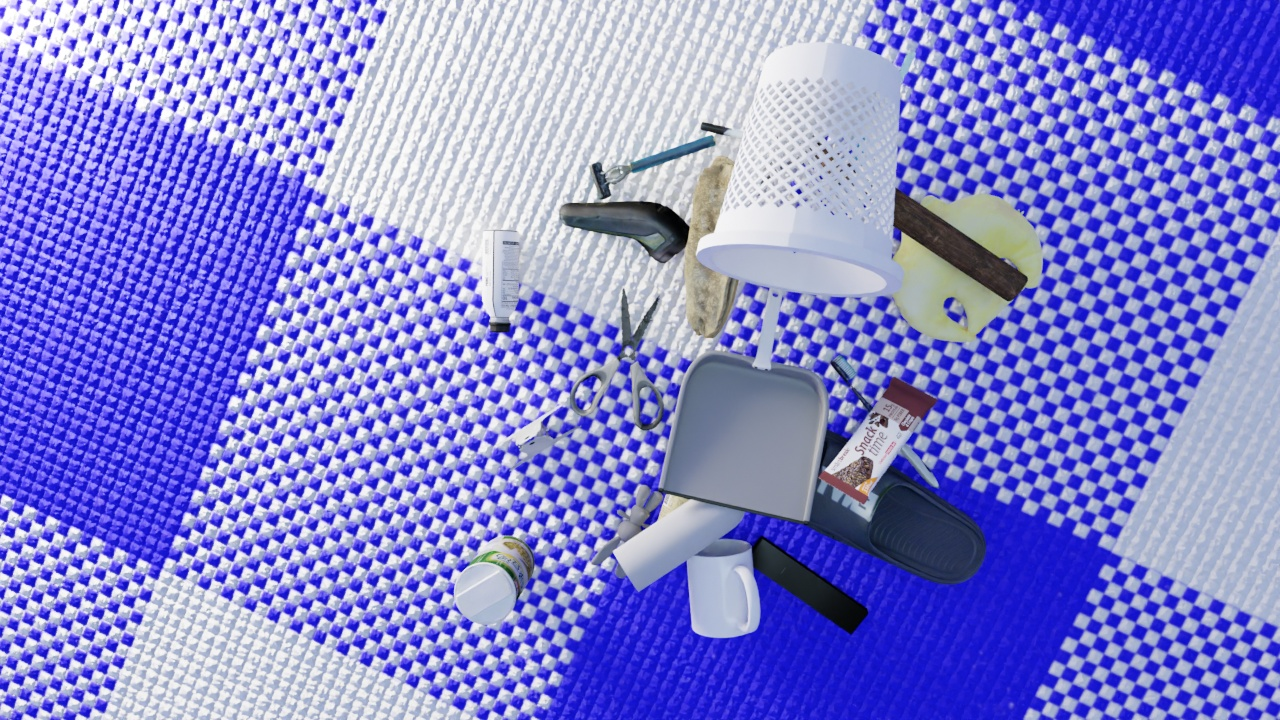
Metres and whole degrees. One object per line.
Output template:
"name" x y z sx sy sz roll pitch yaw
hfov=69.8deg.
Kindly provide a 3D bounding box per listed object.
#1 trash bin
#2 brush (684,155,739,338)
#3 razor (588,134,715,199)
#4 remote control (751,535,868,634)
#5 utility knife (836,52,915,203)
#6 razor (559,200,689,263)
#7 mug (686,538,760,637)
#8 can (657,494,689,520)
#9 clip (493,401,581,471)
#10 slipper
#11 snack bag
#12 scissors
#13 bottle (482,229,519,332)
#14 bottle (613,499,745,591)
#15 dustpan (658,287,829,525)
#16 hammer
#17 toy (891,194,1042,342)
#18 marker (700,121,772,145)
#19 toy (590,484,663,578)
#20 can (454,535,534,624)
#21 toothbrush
"trash bin" 0.168 -0.181 0.885 0.195 0.195 0.199 10 85 3
"brush" 0.078 -0.120 0.982 0.059 0.043 0.195 9 102 19
"razor" 0.015 -0.223 1.027 0.144 0.022 0.042 -19 94 5
"remote control" 0.191 0.258 1.057 0.150 0.013 0.034 35 100 1
"utility knife" 0.261 -0.256 1.009 0.022 0.015 0.179 28 97 1
"razor" -0.017 -0.147 1.026 0.151 0.053 0.067 8 114 9
"mug" 0.099 0.256 1.017 0.073 0.111 0.090 -6 95 -24
"can" 0.039 0.185 1.050 0.038 0.038 0.079 18 96 2
"clip" -0.121 0.090 1.054 0.102 0.052 0.058 -33 131 6
"slipper" 0.263 0.172 1.012 0.268 0.083 0.111 29 98 0
"snack bag" 0.259 0.083 0.994 0.057 0.013 0.157 31 64 26
"scissors" -0.020 0.008 1.052 0.166 0.012 0.157 -30 94 6
"bottle" -0.159 -0.089 1.041 0.041 0.041 0.116 2 95 4
"bottle" 0.066 0.177 1.006 0.195 0.052 0.052 -33 92 -6
"dustpan" 0.126 0.035 1.006 0.163 0.033 0.257 12 71 3
"hammer" 0.246 -0.129 0.966 0.300 0.037 0.218 39 103 15
"toy" 0.344 -0.109 0.991 0.170 0.064 0.155 -41 92 5
"marker" 0.141 -0.244 1.021 0.152 0.011 0.011 14 95 3
"toy" -0.012 0.197 1.059 0.049 0.030 0.111 29 91 -13
"can" -0.161 0.244 1.028 0.067 0.121 0.067 0 94 4
"toothbrush" 0.278 0.070 1.035 0.017 0.016 0.189 -39 91 -4
